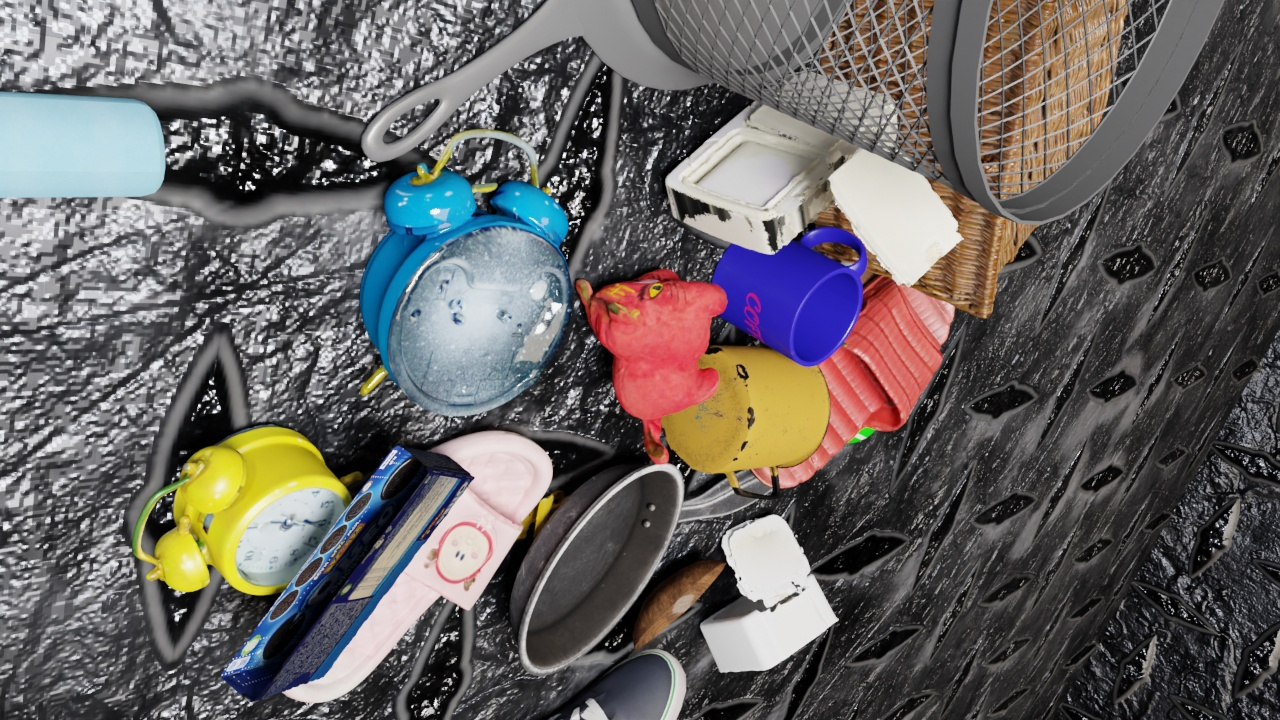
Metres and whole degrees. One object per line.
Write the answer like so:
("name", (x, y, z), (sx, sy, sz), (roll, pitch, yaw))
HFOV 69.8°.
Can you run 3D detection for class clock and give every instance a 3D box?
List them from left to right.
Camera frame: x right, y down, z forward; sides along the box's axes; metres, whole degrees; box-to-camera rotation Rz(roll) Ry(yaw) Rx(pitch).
("clock", (-0.211, 0.081, 0.490), (0.118, 0.057, 0.083), (7, 112, -54))
("clock", (-0.095, -0.048, 0.516), (0.116, 0.060, 0.162), (2, 113, -44))

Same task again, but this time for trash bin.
("trash bin", (0.134, -0.209, 0.455), (0.217, 0.227, 0.218), (-25, 132, -32))

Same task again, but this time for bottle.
("bottle", (-0.255, -0.082, 0.347), (0.129, 0.040, 0.040), (-10, 123, -41))

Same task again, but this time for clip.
("clip", (-0.068, 0.115, 0.679), (0.049, 0.044, 0.054), (2, 116, -18))

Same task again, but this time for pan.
("pan", (-0.007, -0.214, 0.513), (0.353, 0.024, 0.217), (-40, 138, -16))
("pan", (0.022, 0.135, 0.766), (0.355, 0.055, 0.188), (-24, 137, -49))

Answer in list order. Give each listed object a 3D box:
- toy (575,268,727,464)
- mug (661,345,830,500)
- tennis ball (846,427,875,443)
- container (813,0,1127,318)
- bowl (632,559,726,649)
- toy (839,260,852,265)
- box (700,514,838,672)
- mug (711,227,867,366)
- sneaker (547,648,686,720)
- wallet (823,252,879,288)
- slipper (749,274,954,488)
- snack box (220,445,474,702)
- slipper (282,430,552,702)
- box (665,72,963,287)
("toy", (-0.004, 0.004, 0.621), (0.093, 0.088, 0.133), (-3, 98, -43))
("mug", (0.080, 0.048, 0.712), (0.094, 0.101, 0.123), (0, 79, -43))
("tennis ball", (0.193, 0.045, 0.859), (0.065, 0.065, 0.065), (-25, 132, -31))
("container", (0.247, -0.198, 0.675), (0.182, 0.162, 0.250), (-34, 137, -29))
("bowl", (0.029, 0.214, 0.834), (0.114, 0.026, 0.102), (-25, 153, -46))
("toy", (0.147, -0.046, 0.770), (0.112, 0.030, 0.049), (-49, 152, 6))
("box", (0.113, 0.224, 0.912), (0.108, 0.136, 0.121), (-25, 174, -33))
("mug", (0.122, -0.060, 0.700), (0.111, 0.083, 0.079), (-44, 139, -13))
("sneaker", (-0.058, 0.338, 0.805), (0.235, 0.084, 0.079), (-39, 138, -13))
("wallet", (0.188, -0.051, 0.827), (0.087, 0.013, 0.121), (-22, 129, -33))
("slipper", (0.192, 0.015, 0.789), (0.248, 0.059, 0.103), (-45, 107, -10))
("snack box", (-0.157, 0.116, 0.511), (0.150, 0.027, 0.082), (-52, 170, -5))
("slipper", (-0.146, 0.133, 0.594), (0.221, 0.056, 0.107), (-46, 138, -10))
("box", (0.120, -0.131, 0.567), (0.143, 0.186, 0.070), (-45, 139, -23))
